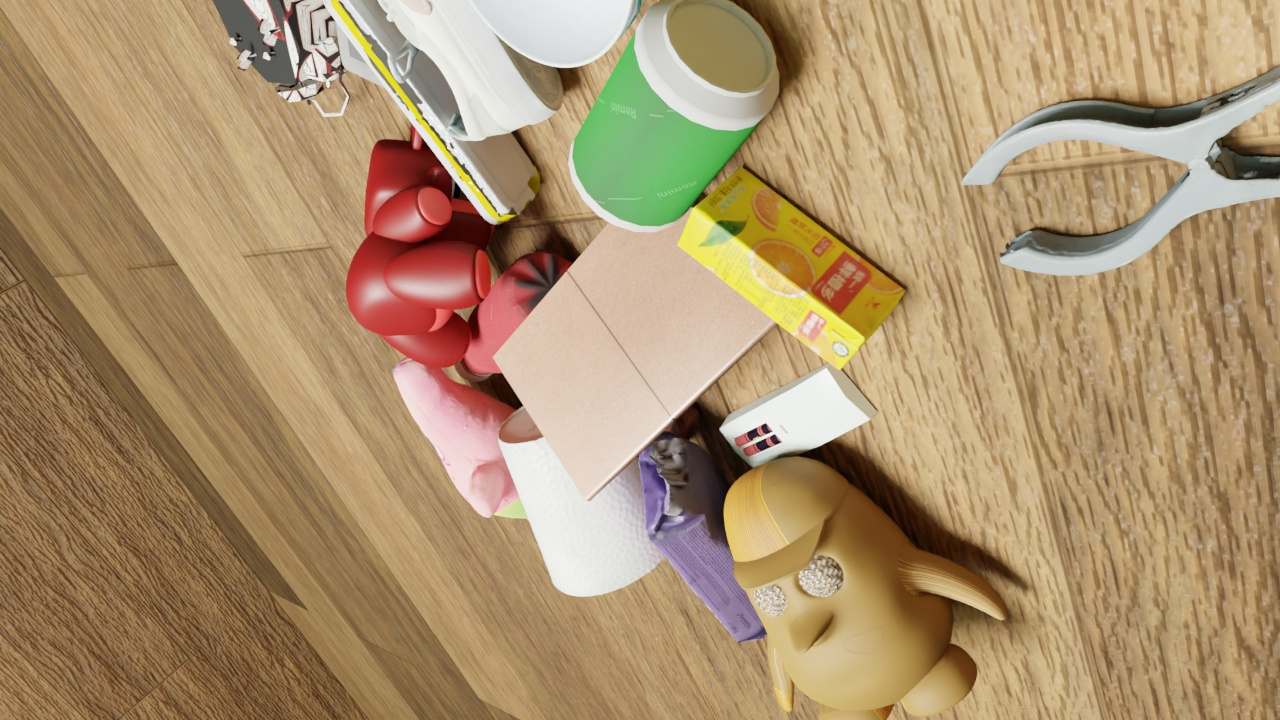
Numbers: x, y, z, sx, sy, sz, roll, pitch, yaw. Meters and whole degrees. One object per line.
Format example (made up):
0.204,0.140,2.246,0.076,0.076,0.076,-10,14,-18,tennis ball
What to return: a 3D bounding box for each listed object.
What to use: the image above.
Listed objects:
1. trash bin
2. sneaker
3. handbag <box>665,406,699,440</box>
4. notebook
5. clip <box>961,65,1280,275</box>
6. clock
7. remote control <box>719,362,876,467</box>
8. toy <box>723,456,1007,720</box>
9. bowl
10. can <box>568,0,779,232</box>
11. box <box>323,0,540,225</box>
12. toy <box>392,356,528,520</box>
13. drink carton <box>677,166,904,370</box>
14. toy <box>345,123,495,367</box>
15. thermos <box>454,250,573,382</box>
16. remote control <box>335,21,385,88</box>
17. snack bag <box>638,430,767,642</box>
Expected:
-0.055,0.118,0.872,0.133,0.133,0.161,0,120,47,trash bin
-0.148,-0.250,0.595,0.091,0.089,0.242,-17,123,23,sneaker
-0.003,0.029,0.812,0.119,0.029,0.055,40,144,18,handbag
-0.012,-0.015,0.665,0.210,0.008,0.141,-46,69,27,notebook
0.249,-0.071,0.440,0.167,0.028,0.127,-7,121,50,clip
-0.306,-0.275,0.784,0.115,0.064,0.155,-8,118,50,clock
0.113,0.048,0.706,0.049,0.024,0.144,49,146,-4,remote control
0.142,0.167,0.690,0.199,0.162,0.203,-34,91,27,toy
-0.039,-0.250,0.519,0.144,0.074,0.144,28,142,25,bowl
0.017,-0.145,0.556,0.088,0.087,0.140,46,146,1,can
-0.148,-0.198,0.681,0.033,0.064,0.209,-16,122,38,box
-0.167,0.080,0.922,0.237,0.097,0.192,51,-177,-37,toy
0.095,-0.059,0.587,0.134,0.058,0.043,39,147,10,drink carton
-0.183,-0.108,0.770,0.159,0.120,0.197,123,144,-57,toy
-0.122,-0.027,0.837,0.073,0.073,0.240,50,151,-5,thermos
-0.210,-0.285,0.703,0.074,0.019,0.151,29,137,23,remote control
0.062,0.147,0.774,0.058,0.096,0.205,-24,128,15,snack bag
